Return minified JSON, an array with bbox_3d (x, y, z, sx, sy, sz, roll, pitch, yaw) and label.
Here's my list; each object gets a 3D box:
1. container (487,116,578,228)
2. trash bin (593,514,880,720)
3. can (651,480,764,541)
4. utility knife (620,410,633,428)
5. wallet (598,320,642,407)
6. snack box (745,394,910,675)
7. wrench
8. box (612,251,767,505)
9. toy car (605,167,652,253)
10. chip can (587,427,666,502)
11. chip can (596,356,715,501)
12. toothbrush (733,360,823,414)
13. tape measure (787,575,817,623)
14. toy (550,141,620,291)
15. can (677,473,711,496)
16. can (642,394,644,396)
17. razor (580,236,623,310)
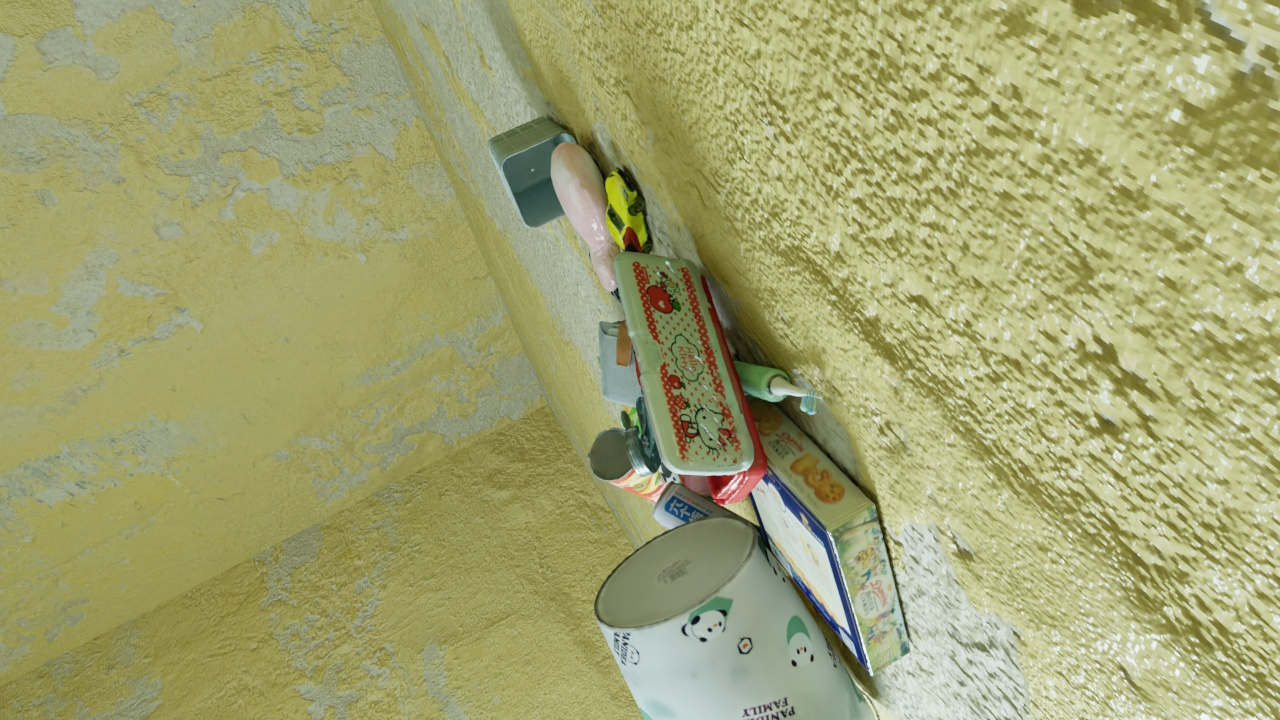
[{"bbox_3d":[-0.119,-0.222,1.055,0.111,0.090,0.090,54,167,56],"label":"container"},{"bbox_3d":[0.089,0.313,0.943,0.252,0.229,0.229,62,171,-13],"label":"trash bin"},{"bbox_3d":[0.082,0.189,1.039,0.134,0.053,0.053,28,159,16],"label":"can"},{"bbox_3d":[0.012,0.087,1.242,0.201,0.021,0.031,15,-127,-65],"label":"utility knife"},{"bbox_3d":[-0.006,0.006,1.068,0.130,0.036,0.106,12,113,52],"label":"wallet"},{"bbox_3d":[0.146,0.142,0.776,0.178,0.045,0.183,50,164,55],"label":"snack box"},{"bbox_3d":[-0.001,-0.015,0.798,0.056,0.016,0.272,57,-157,-46],"label":"wrench"},{"bbox_3d":[0.029,0.014,0.752,0.110,0.100,0.201,118,143,-54],"label":"box"},{"bbox_3d":[-0.016,-0.140,0.897,0.048,0.032,0.105,57,167,34],"label":"toy car"},{"bbox_3d":[0.009,0.148,1.226,0.073,0.073,0.216,57,-171,29],"label":"chip can"},{"bbox_3d":[0.030,0.079,1.138,0.236,0.072,0.072,60,170,17],"label":"chip can"},{"bbox_3d":[0.099,0.018,0.743,0.224,0.026,0.027,-164,87,-76],"label":"toothbrush"},{"bbox_3d":[0.173,0.275,1.042,0.057,0.029,0.060,67,169,-19],"label":"tape measure"},{"bbox_3d":[-0.053,-0.154,0.969,0.121,0.054,0.159,-112,3,-72],"label":"toy"},{"bbox_3d":[0.072,0.107,1.004,0.066,0.066,0.094,58,169,24],"label":"can"},{"bbox_3d":[0.046,0.034,0.939,0.058,0.058,0.147,63,166,-4],"label":"can"},{"bbox_3d":[-0.046,-0.116,1.149,0.143,0.022,0.043,64,172,-10],"label":"razor"}]
